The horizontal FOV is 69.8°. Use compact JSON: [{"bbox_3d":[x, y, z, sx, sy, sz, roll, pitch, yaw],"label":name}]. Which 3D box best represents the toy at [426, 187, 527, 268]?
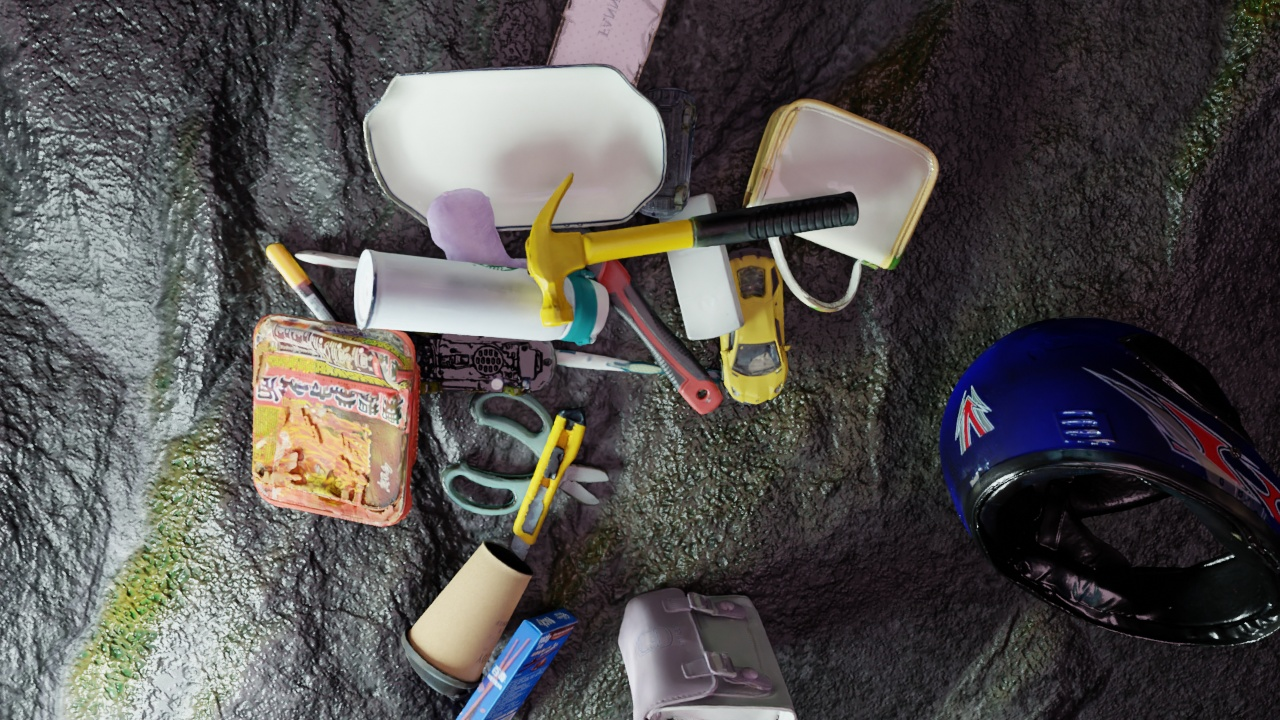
[{"bbox_3d":[-0.153,-0.110,0.846,0.084,0.039,0.108,-26,123,-7],"label":"toy"}]

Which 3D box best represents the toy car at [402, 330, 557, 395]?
[{"bbox_3d":[-0.159,-0.002,0.888,0.158,0.042,0.070,4,102,-2],"label":"toy car"}]

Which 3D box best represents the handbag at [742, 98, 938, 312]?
[{"bbox_3d":[0.177,-0.141,0.878,0.163,0.063,0.179,20,96,-10],"label":"handbag"}]

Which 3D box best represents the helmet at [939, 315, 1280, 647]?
[{"bbox_3d":[0.442,0.094,0.863,0.315,0.239,0.248,30,136,-4],"label":"helmet"}]

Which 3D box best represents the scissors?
[{"bbox_3d":[-0.112,0.089,0.926,0.177,0.019,0.169,2,101,-5],"label":"scissors"}]

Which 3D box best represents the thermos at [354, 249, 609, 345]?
[{"bbox_3d":[-0.136,-0.056,0.823,0.224,0.073,0.073,4,103,-29],"label":"thermos"}]

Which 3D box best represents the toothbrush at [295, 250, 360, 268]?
[{"bbox_3d":[-0.233,-0.084,0.878,0.187,0.016,0.017,8,111,-8],"label":"toothbrush"}]

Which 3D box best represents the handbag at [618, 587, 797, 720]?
[{"bbox_3d":[0.059,0.307,0.899,0.145,0.197,0.098,4,104,-7],"label":"handbag"}]

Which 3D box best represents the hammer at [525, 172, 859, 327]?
[{"bbox_3d":[0.047,-0.114,0.815,0.300,0.033,0.129,-9,91,-7],"label":"hammer"}]

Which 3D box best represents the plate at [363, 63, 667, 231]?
[{"bbox_3d":[-0.109,-0.193,0.821,0.266,0.034,0.162,-2,133,4],"label":"plate"}]

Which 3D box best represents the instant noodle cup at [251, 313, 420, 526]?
[{"bbox_3d":[-0.275,0.052,0.854,0.165,0.079,0.189,9,102,14],"label":"instant noodle cup"}]

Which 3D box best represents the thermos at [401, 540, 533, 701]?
[{"bbox_3d":[-0.172,0.258,0.925,0.093,0.093,0.143,35,89,-12],"label":"thermos"}]

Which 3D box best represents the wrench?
[{"bbox_3d":[-0.007,-0.060,0.894,0.056,0.016,0.273,-33,98,5],"label":"wrench"}]

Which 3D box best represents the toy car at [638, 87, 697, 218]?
[{"bbox_3d":[0.023,-0.194,0.862,0.054,0.036,0.120,7,97,17],"label":"toy car"}]

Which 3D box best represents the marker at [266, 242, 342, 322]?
[{"bbox_3d":[-0.312,-0.060,0.876,0.018,0.015,0.124,-33,106,4],"label":"marker"}]

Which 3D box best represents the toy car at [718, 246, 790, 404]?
[{"bbox_3d":[0.110,-0.033,0.902,0.071,0.041,0.156,-3,94,-4],"label":"toy car"}]

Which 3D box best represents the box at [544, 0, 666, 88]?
[{"bbox_3d":[-0.025,-0.315,0.825,0.089,0.062,0.184,21,98,-11],"label":"box"}]

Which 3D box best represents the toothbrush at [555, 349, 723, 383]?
[{"bbox_3d":[-0.005,0.005,0.921,0.191,0.018,0.016,7,102,-5],"label":"toothbrush"}]

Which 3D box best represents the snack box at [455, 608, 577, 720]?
[{"bbox_3d":[-0.132,0.328,0.943,0.026,0.084,0.157,37,98,22],"label":"snack box"}]

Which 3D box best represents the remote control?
[{"bbox_3d":[0.058,-0.088,0.879,0.056,0.019,0.135,-15,89,23],"label":"remote control"}]

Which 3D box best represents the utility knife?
[{"bbox_3d":[-0.093,0.124,0.918,0.033,0.015,0.174,21,100,-8],"label":"utility knife"}]
